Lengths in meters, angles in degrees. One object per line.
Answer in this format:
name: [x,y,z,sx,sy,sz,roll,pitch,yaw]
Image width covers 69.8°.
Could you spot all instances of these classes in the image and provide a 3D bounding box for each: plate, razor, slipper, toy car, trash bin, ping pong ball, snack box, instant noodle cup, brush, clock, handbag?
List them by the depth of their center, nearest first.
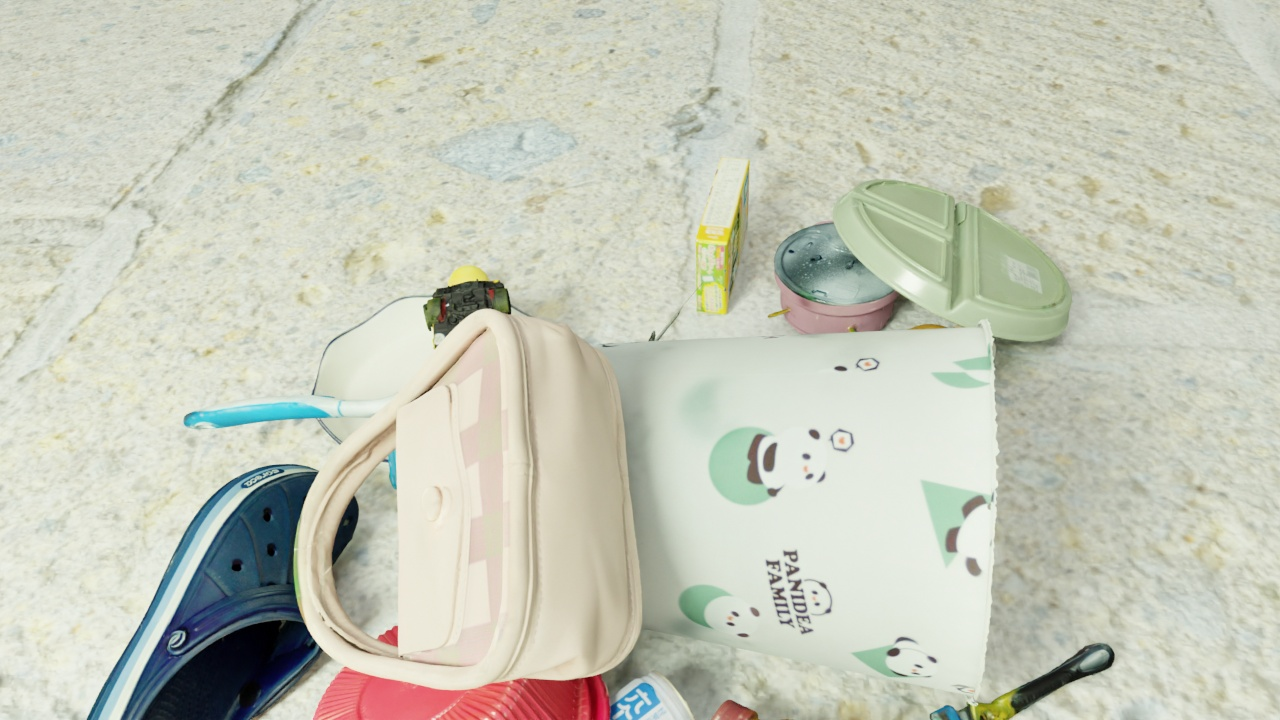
handbag: [-0.117,0.092,0.522,0.235,0.093,0.193,-20,62,33]
instant noodle cup: [-0.119,0.210,0.539,0.194,0.066,0.193,-16,24,7]
razor: [0.242,0.211,0.577,0.142,0.022,0.042,-20,80,-20]
trash bin: [0.085,0.085,0.590,0.252,0.230,0.228,2,45,16]
slipper: [-0.260,0.173,0.605,0.095,0.105,0.252,5,47,21]
brush: [-0.189,0.048,0.683,0.314,0.060,0.109,-17,73,4]
toy car: [-0.136,-0.001,0.747,0.071,0.041,0.155,-10,60,-4]
plate: [-0.177,0.020,0.796,0.205,0.046,0.204,-3,46,3]
plate: [0.282,-0.099,0.823,0.230,0.028,0.229,14,37,-11]
clock: [0.190,-0.081,0.853,0.117,0.060,0.158,19,51,24]
snack box: [0.080,-0.122,0.884,0.034,0.087,0.140,6,46,10]
ping pong ball: [-0.166,-0.072,0.891,0.040,0.040,0.040,-3,45,3]

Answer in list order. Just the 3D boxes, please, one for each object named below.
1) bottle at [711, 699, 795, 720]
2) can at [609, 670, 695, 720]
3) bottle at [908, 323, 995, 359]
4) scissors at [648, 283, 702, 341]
bottle: [0.117,0.254,0.520,0.175,0.058,0.057,22,51,26]
can: [-0.031,0.245,0.547,0.134,0.053,0.053,-30,50,-23]
bottle: [0.200,0.015,0.747,0.189,0.068,0.068,-19,46,-14]
scissors: [-0.002,0.002,0.733,0.014,0.181,0.159,40,92,5]
